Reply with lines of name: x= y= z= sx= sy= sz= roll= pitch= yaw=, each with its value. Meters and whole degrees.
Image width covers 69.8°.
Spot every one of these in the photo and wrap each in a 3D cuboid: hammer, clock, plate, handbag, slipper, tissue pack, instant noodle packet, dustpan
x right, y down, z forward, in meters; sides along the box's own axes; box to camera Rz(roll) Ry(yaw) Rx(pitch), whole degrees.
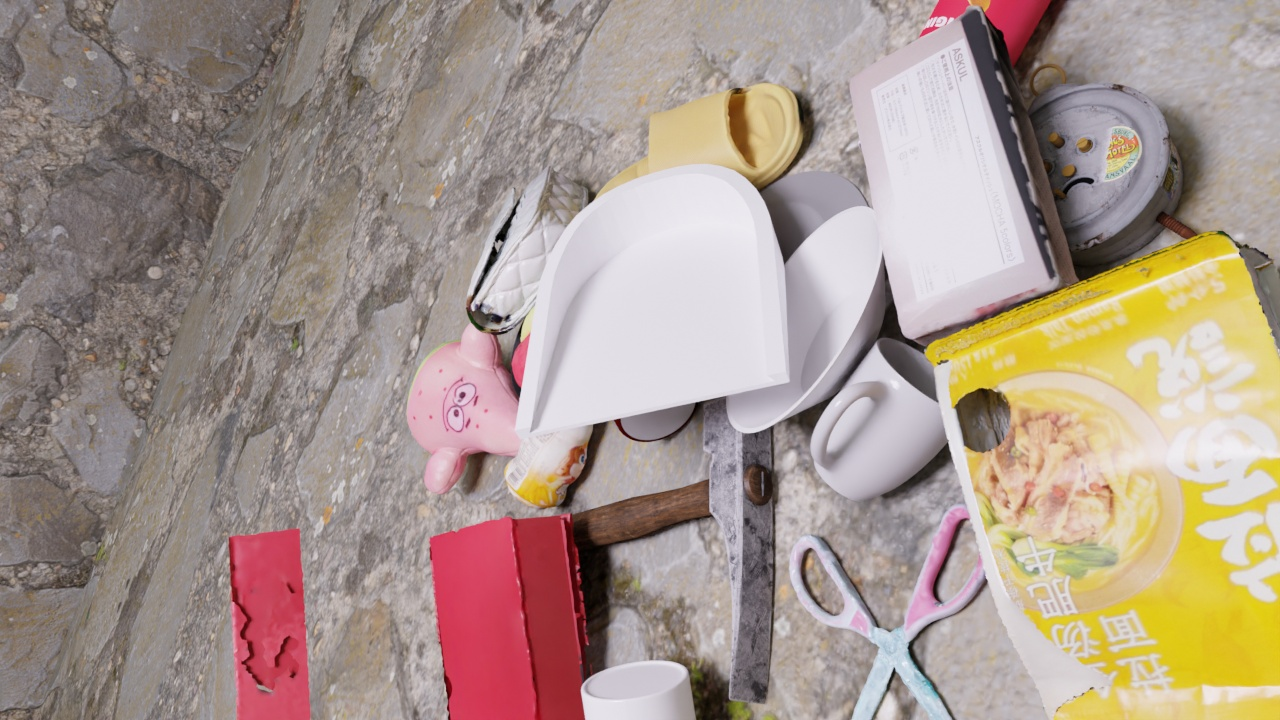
hammer: x=-0.013 y=0.167 z=0.747 sx=0.301 sy=0.037 sz=0.217 roll=-23 pitch=55 yaw=44
clock: x=0.258 y=-0.118 z=0.543 sx=0.104 sy=0.056 sz=0.147 roll=-30 pitch=52 yaw=40
plate: x=0.123 y=-0.020 z=0.633 sx=0.174 sy=0.036 sz=0.173 roll=-56 pitch=16 yaw=23
plate: x=0.109 y=-0.072 z=0.738 sx=0.179 sy=0.012 sz=0.178 roll=-27 pitch=52 yaw=41
handbag: x=-0.121 y=-0.122 z=0.946 sx=0.139 sy=0.072 sz=0.194 roll=-50 pitch=18 yaw=20
slipper: x=0.030 y=-0.181 z=0.839 sx=0.264 sy=0.078 sz=0.099 roll=-24 pitch=53 yaw=43
tissue pack: x=0.186 y=-0.103 z=0.546 sx=0.104 sy=0.071 sz=0.181 roll=-24 pitch=68 yaw=38
instant noodle packet: x=0.249 y=0.070 z=0.450 sx=0.163 sy=0.084 sz=0.221 roll=-28 pitch=58 yaw=42
dustpan: x=0.009 y=-0.063 z=0.699 sx=0.192 sy=0.053 sz=0.257 roll=-13 pitch=34 yaw=17

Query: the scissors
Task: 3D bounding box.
scissors: x=0.149 y=0.158 z=0.572 sx=0.176 sy=0.013 sz=0.170 roll=25 pitch=95 yaw=51

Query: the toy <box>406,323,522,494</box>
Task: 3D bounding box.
toy: x=-0.177 y=0.052 z=0.962 sx=0.237 sy=0.096 sz=0.192 roll=22 pitch=98 yaw=46

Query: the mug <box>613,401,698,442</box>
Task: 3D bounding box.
mug: x=-0.004 y=0.005 z=0.764 sx=0.073 sy=0.106 sz=0.082 roll=-27 pitch=43 yaw=-4

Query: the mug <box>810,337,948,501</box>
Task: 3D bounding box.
mug: x=0.140 y=0.042 z=0.566 sx=0.071 sy=0.107 sz=0.090 roll=52 pitch=122 yaw=34

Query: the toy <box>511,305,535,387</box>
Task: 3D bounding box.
toy: x=-0.083 y=-0.005 z=0.820 sx=0.092 sy=0.045 sz=0.135 roll=-33 pitch=43 yaw=40

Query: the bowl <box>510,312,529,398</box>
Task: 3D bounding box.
bowl: x=-0.068 y=-0.010 z=0.889 sx=0.124 sy=0.052 sz=0.123 roll=-27 pitch=52 yaw=41

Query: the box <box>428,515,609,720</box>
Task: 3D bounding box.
box: x=-0.084 y=0.265 z=0.873 sx=0.148 sy=0.374 sz=0.212 roll=-12 pitch=75 yaw=11

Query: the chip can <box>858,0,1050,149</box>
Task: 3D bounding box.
chip can: x=0.233 y=-0.231 z=0.622 sx=0.069 sy=0.069 sz=0.220 roll=36 pitch=100 yaw=52

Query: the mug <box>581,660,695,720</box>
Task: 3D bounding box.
mug: x=0.002 y=0.260 z=0.639 sx=0.110 sy=0.074 sz=0.090 roll=162 pitch=99 yaw=-88

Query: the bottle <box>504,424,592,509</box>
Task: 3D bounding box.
bottle: x=-0.078 y=0.082 z=0.846 sx=0.108 sy=0.063 sz=0.063 roll=-58 pitch=38 yaw=12
